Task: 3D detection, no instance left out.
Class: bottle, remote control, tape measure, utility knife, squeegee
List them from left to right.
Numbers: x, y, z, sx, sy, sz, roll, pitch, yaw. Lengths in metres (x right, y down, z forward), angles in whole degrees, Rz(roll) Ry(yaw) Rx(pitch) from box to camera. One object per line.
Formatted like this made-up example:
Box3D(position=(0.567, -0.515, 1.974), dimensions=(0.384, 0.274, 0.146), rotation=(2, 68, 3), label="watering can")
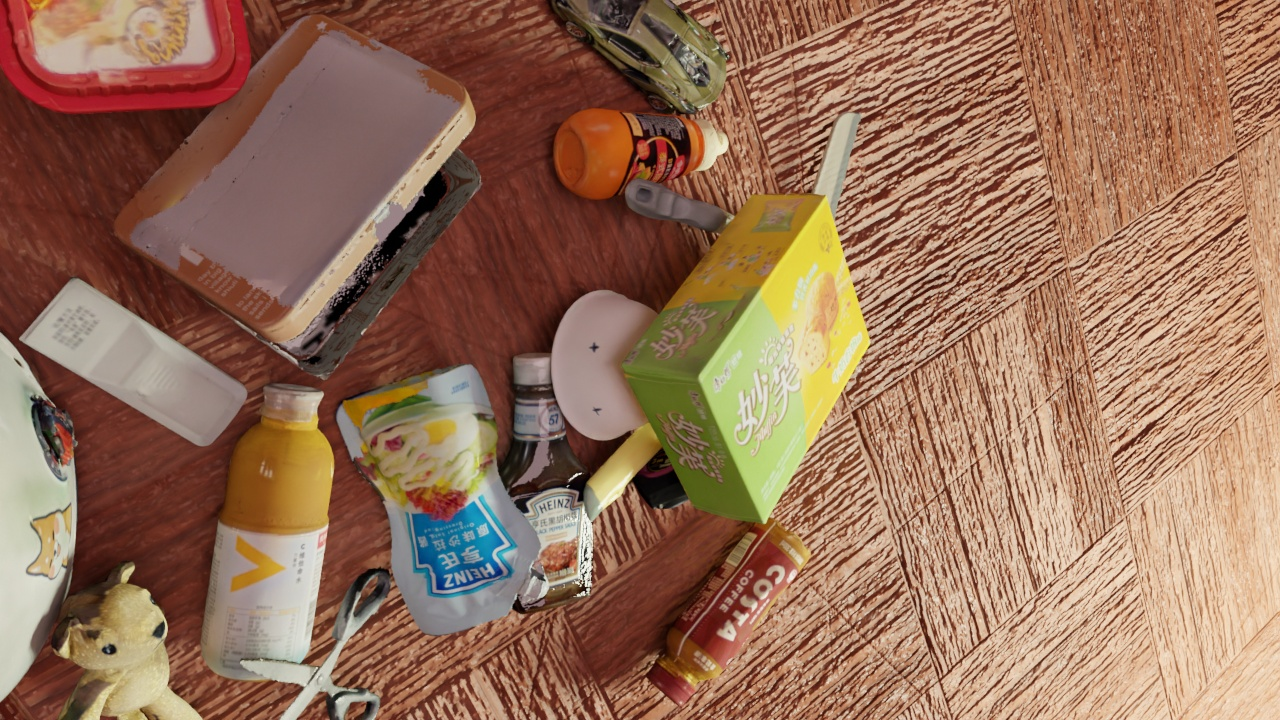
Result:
Box3D(position=(-0.312, 0.004, 0.575), dimensions=(0.125, 0.024, 0.049), rotation=(40, 77, -27), label="remote control")
Box3D(position=(-0.241, 0.110, 0.603), dimensions=(0.068, 0.068, 0.189), rotation=(8, 93, -30), label="bottle")
Box3D(position=(-0.076, 0.092, 0.707), dimensions=(0.079, 0.044, 0.195), rotation=(-7, 99, -33), label="bottle")
Box3D(position=(0.008, -0.163, 0.710), dimensions=(0.149, 0.067, 0.067), rotation=(-14, 104, -34), label="bottle")
Box3D(position=(0.024, 0.095, 0.753), dimensions=(0.057, 0.057, 0.039), rotation=(-25, 116, 10), label="tape measure")
Box3D(position=(0.025, 0.051, 0.753), dimensions=(0.215, 0.022, 0.031), rotation=(-41, 114, -26), label="utility knife")
Box3D(position=(0.068, -0.112, 0.747), dimensions=(0.246, 0.039, 0.246), rotation=(7, 99, -44), label="squeegee")
Box3D(position=(0.075, 0.218, 0.799), dimensions=(0.174, 0.057, 0.057), rotation=(-48, 116, -14), label="bottle")

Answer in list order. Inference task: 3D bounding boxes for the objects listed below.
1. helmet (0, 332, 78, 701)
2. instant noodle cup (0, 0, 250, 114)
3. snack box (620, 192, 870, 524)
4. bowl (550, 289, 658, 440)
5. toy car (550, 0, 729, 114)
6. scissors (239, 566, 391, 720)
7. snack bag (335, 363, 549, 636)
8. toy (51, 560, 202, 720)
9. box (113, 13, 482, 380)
Box3D(position=(-0.412, 0.090, 0.455), dimensions=(0.229, 0.157, 0.274), rotation=(-6, 100, -29), label="helmet")
Box3D(position=(-0.286, -0.191, 0.503), dimensions=(0.116, 0.124, 0.116), rotation=(-12, 102, -28), label="instant noodle cup")
Box3D(position=(0.091, -0.006, 0.703), dimensions=(0.209, 0.070, 0.158), rotation=(-53, 133, -32), label="snack box")
Box3D(position=(-0.004, 0.004, 0.700), dimensions=(0.118, 0.065, 0.118), rotation=(-2, 93, -49), label="bowl")
Box3D(position=(0.001, -0.252, 0.703), dimensions=(0.158, 0.042, 0.070), rotation=(32, 81, -26), label="toy car")
Box3D(position=(-0.212, 0.207, 0.611), dimensions=(0.179, 0.014, 0.159), rotation=(70, 31, -59), label="scissors")
Box3D(position=(-0.139, 0.104, 0.658), dimensions=(0.110, 0.039, 0.191), rotation=(-18, 101, -3), label="snack bag")
Box3D(position=(-0.307, 0.198, 0.563), dimensions=(0.066, 0.105, 0.157), rotation=(2, 124, 8), label="toy")
Box3D(position=(-0.188, -0.098, 0.542), dimensions=(0.152, 0.174, 0.182), rotation=(42, 77, -28), label="box")
